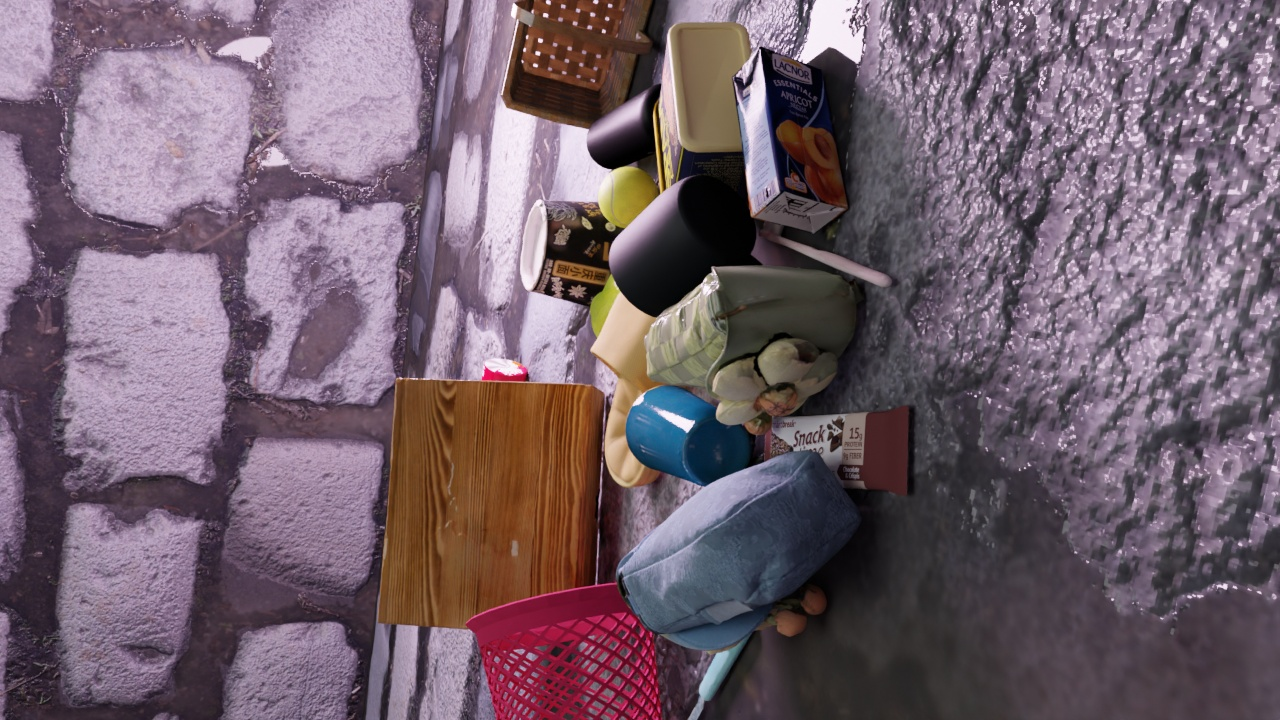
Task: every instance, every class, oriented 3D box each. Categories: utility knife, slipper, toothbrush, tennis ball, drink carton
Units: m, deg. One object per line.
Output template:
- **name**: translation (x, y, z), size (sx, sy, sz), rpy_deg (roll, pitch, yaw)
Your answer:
- **utility knife**: translation (0.057, 0.272, 0.769), size (0.022, 0.015, 0.180), rpy_deg (-112, 37, -51)
- **slipper**: translation (-0.005, 0.005, 0.886), size (0.099, 0.078, 0.264), rpy_deg (40, 126, 50)
- **toothbrush**: translation (0.132, -0.081, 0.671), size (0.181, 0.015, 0.018), rpy_deg (-135, 59, -63)
- **tennis ball**: translation (-0.013, -0.174, 0.982), size (0.065, 0.065, 0.065), rpy_deg (-175, 90, -68)
- **drink carton**: translation (0.109, -0.164, 0.680), size (0.040, 0.064, 0.130), rpy_deg (-37, 51, 51)

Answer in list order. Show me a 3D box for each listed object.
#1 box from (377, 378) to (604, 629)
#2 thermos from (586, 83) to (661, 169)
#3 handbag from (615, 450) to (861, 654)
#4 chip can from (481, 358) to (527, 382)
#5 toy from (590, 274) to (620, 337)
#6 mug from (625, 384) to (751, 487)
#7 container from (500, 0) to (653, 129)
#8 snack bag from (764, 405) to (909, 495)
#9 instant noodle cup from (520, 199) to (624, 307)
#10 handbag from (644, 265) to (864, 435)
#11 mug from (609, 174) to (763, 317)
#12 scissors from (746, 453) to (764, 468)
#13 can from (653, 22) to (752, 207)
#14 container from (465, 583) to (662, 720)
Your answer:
- **box**: translation (-0.182, 0.175, 1.150), size (0.315, 0.282, 0.279), rpy_deg (47, -135, -82)
- **thermos**: translation (0.009, -0.246, 0.951), size (0.231, 0.061, 0.061), rpy_deg (-173, 89, -68)
- **handbag**: translation (0.072, 0.142, 0.645), size (0.118, 0.121, 0.192), rpy_deg (55, 144, 3)
- **chip can**: translation (-0.233, 0.110, 1.454), size (0.069, 0.069, 0.221), rpy_deg (-130, 50, -61)
- **toy**: translation (-0.016, -0.041, 0.983), size (0.092, 0.046, 0.115), rpy_deg (-51, 49, 36)
- **mug**: translation (0.042, 0.065, 0.764), size (0.121, 0.078, 0.078), rpy_deg (-165, 81, -71)
- **container**: translation (-0.068, -0.395, 1.060), size (0.186, 0.157, 0.250), rpy_deg (-99, 24, -59)
- **snack bag**: translation (0.130, 0.062, 0.635), size (0.158, 0.013, 0.057), rpy_deg (-10, 74, 64)
- **instant noodle cup**: translation (-0.073, -0.124, 1.057), size (0.137, 0.112, 0.137), rpy_deg (-176, 90, -69)
- **handbag**: translation (0.077, -0.004, 0.676), size (0.187, 0.113, 0.117), rpy_deg (148, 116, -67)
- **mug**: translation (0.050, -0.083, 0.736), size (0.095, 0.121, 0.085), rpy_deg (-37, 32, 48)
- **scissors**: translation (0.072, 0.124, 0.760), size (0.140, 0.019, 0.128), rpy_deg (-139, 59, -63)
- **can**: translation (0.056, -0.197, 0.767), size (0.104, 0.075, 0.135), rpy_deg (99, 168, -66)
- **container**: translation (-0.053, 0.339, 0.842), size (0.184, 0.183, 0.225), rpy_deg (132, 131, -56)
